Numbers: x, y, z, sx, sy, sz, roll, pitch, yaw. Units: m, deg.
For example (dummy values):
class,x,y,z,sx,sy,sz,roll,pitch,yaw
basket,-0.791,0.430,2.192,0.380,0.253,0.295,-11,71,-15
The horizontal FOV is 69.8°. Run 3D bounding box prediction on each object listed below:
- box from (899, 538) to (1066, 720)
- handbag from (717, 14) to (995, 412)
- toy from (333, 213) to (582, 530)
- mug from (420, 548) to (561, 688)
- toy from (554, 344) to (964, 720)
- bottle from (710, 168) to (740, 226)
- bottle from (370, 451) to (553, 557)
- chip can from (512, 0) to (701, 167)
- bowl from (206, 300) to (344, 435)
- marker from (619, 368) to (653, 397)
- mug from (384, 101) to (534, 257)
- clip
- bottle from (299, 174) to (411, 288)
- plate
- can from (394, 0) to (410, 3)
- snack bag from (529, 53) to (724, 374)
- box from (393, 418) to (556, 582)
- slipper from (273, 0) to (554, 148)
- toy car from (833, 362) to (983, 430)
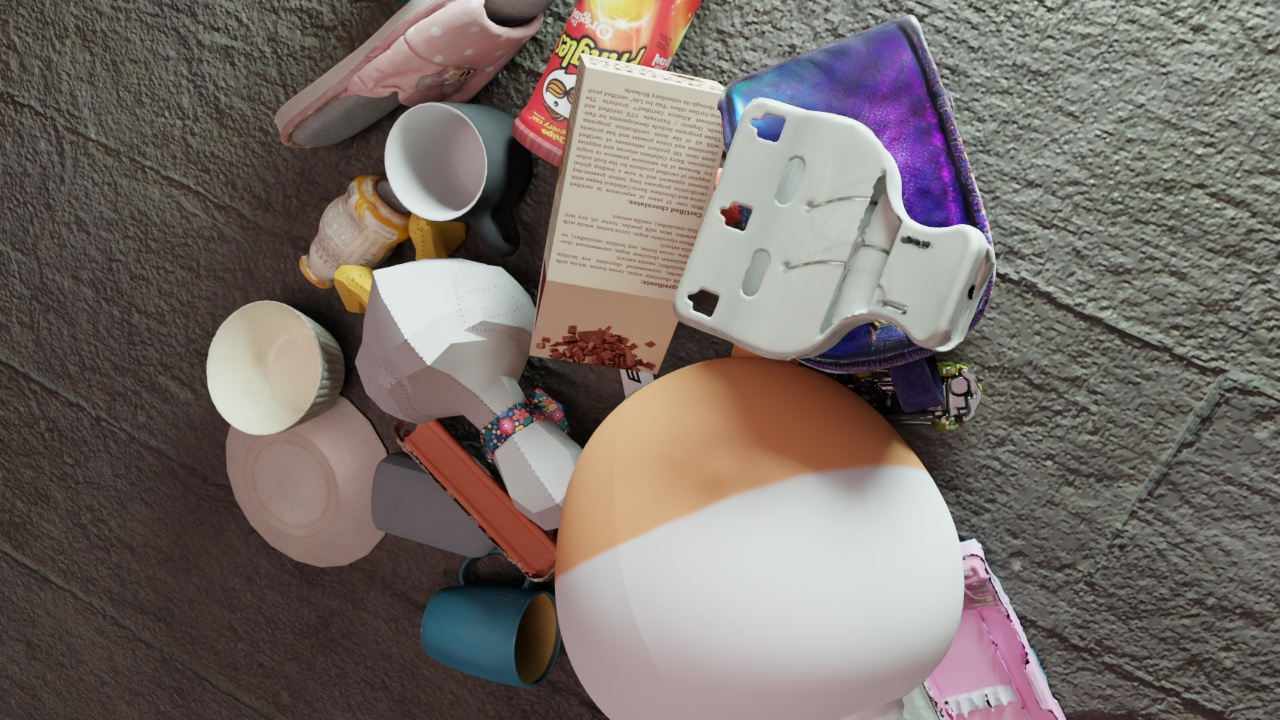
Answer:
class,x,y,z,sx,sy,sz,roll,pitch,yaw
box,0.234,0.266,0.716,0.159,0.035,0.230,-24,95,22
handbag,0.150,-0.077,0.574,0.126,0.204,0.222,-15,91,21
toy,-0.129,0.010,0.699,0.141,0.247,0.267,-36,71,1
mug,-0.132,0.223,0.811,0.104,0.084,0.112,1,75,24
toy,0.073,0.123,0.624,0.264,0.265,0.280,-32,62,34
bottle,0.028,-0.098,0.690,0.109,0.044,0.044,-32,92,24
bottle,-0.156,0.133,0.806,0.161,0.046,0.072,12,107,15
chip can,-0.008,-0.237,0.644,0.087,0.086,0.214,32,110,8
bowl,-0.314,0.008,0.809,0.115,0.062,0.115,-1,87,16
marker,-0.004,0.004,0.735,0.025,0.025,0.126,-8,101,20
mug,-0.126,-0.136,0.703,0.085,0.094,0.121,-23,95,22
clip,0.101,-0.054,0.463,0.147,0.081,0.125,22,101,18
bottle,-0.239,-0.104,0.767,0.109,0.063,0.063,-35,90,24
plate,-0.322,0.112,0.866,0.189,0.027,0.189,4,105,17
can,-0.164,-0.303,0.647,0.099,0.143,0.099,4,105,17
snack bag,-0.012,-0.090,0.624,0.094,0.069,0.207,9,113,-10
box,-0.134,0.108,0.756,0.187,0.053,0.058,42,112,12
slipper,-0.165,-0.217,0.691,0.275,0.114,0.054,-22,92,28
toy car,0.194,0.025,0.671,0.107,0.030,0.049,0,102,21
